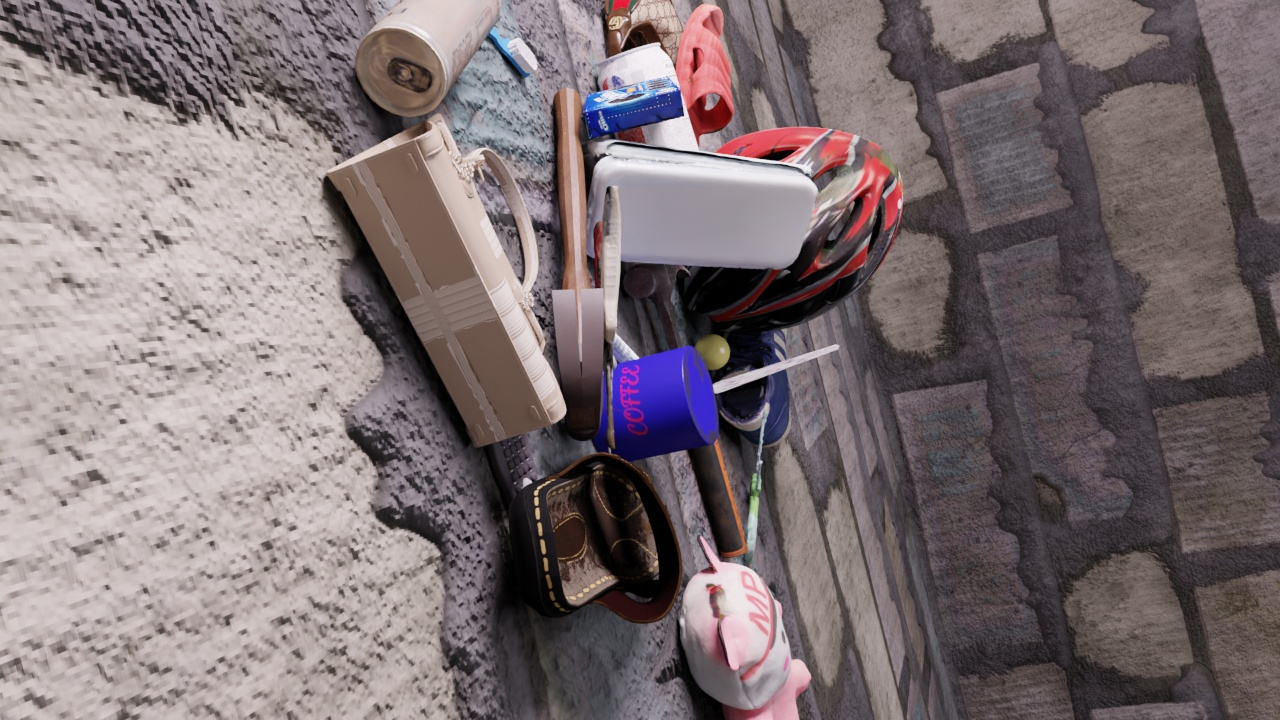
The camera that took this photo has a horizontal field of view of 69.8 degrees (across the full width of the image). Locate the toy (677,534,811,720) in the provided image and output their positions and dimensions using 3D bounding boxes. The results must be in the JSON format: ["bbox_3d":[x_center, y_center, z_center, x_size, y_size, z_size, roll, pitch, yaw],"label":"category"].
[{"bbox_3d":[0.093,0.266,0.808,0.141,0.084,0.213,-80,151,-53],"label":"toy"}]

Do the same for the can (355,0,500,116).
[{"bbox_3d":[-0.127,-0.204,0.568,0.135,0.054,0.054,-78,148,-50],"label":"can"}]

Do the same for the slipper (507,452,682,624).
[{"bbox_3d":[-0.011,0.115,0.612,0.267,0.076,0.113,29,50,-74],"label":"slipper"}]

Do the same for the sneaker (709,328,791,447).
[{"bbox_3d":[0.123,-0.018,1.086,0.118,0.092,0.233,22,65,-63],"label":"sneaker"}]

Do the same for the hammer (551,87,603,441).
[{"bbox_3d":[-0.051,-0.095,0.704,0.115,0.033,0.322,94,-7,-55],"label":"hammer"}]

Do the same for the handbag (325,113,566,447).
[{"bbox_3d":[-0.099,-0.073,0.584,0.197,0.062,0.176,-84,153,-63],"label":"handbag"}]

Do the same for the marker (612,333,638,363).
[{"bbox_3d":[-0.005,0.005,0.815,0.146,0.017,0.017,47,34,-54],"label":"marker"}]

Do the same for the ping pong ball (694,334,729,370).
[{"bbox_3d":[0.079,-0.009,1.020,0.040,0.040,0.040,-14,90,-70],"label":"ping pong ball"}]

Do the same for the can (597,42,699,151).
[{"bbox_3d":[0.009,-0.243,0.931,0.078,0.078,0.136,-49,123,-66],"label":"can"}]

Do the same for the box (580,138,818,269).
[{"bbox_3d":[0.044,-0.160,0.830,0.124,0.215,0.107,-111,-149,-47],"label":"box"}]

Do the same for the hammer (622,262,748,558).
[{"bbox_3d":[0.057,0.048,0.933,0.137,0.035,0.314,-40,115,-69],"label":"hammer"}]

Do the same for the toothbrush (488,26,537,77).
[{"bbox_3d":[-0.123,-0.265,0.680,0.166,0.014,0.016,39,41,-58],"label":"toothbrush"}]

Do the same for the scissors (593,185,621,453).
[{"bbox_3d":[-0.025,-0.038,0.690,0.187,0.015,0.180,-102,-165,-55],"label":"scissors"}]

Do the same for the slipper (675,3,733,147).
[{"bbox_3d":[0.076,-0.297,1.066,0.103,0.059,0.248,36,64,-71],"label":"slipper"}]

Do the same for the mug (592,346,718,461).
[{"bbox_3d":[0.016,0.041,0.747,0.111,0.084,0.079,36,44,-61],"label":"mug"}]

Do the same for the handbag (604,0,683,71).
[{"bbox_3d":[0.007,-0.337,1.040,0.166,0.063,0.138,52,47,-56],"label":"handbag"}]

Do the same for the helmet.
[{"bbox_3d":[0.153,-0.135,0.983,0.217,0.273,0.166,30,51,-25],"label":"helmet"}]

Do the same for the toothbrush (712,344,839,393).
[{"bbox_3d":[0.090,0.016,0.822,0.010,0.182,0.010,14,58,-64],"label":"toothbrush"}]

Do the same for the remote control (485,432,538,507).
[{"bbox_3d":[-0.070,0.096,0.586,0.046,0.009,0.124,-35,110,-69],"label":"remote control"}]

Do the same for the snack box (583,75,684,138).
[{"bbox_3d":[-0.009,-0.227,0.816,0.150,0.082,0.027,-98,176,-69],"label":"snack box"}]

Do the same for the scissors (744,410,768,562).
[{"bbox_3d":[0.129,0.144,1.015,0.171,0.023,0.167,73,29,-68],"label":"scissors"}]
